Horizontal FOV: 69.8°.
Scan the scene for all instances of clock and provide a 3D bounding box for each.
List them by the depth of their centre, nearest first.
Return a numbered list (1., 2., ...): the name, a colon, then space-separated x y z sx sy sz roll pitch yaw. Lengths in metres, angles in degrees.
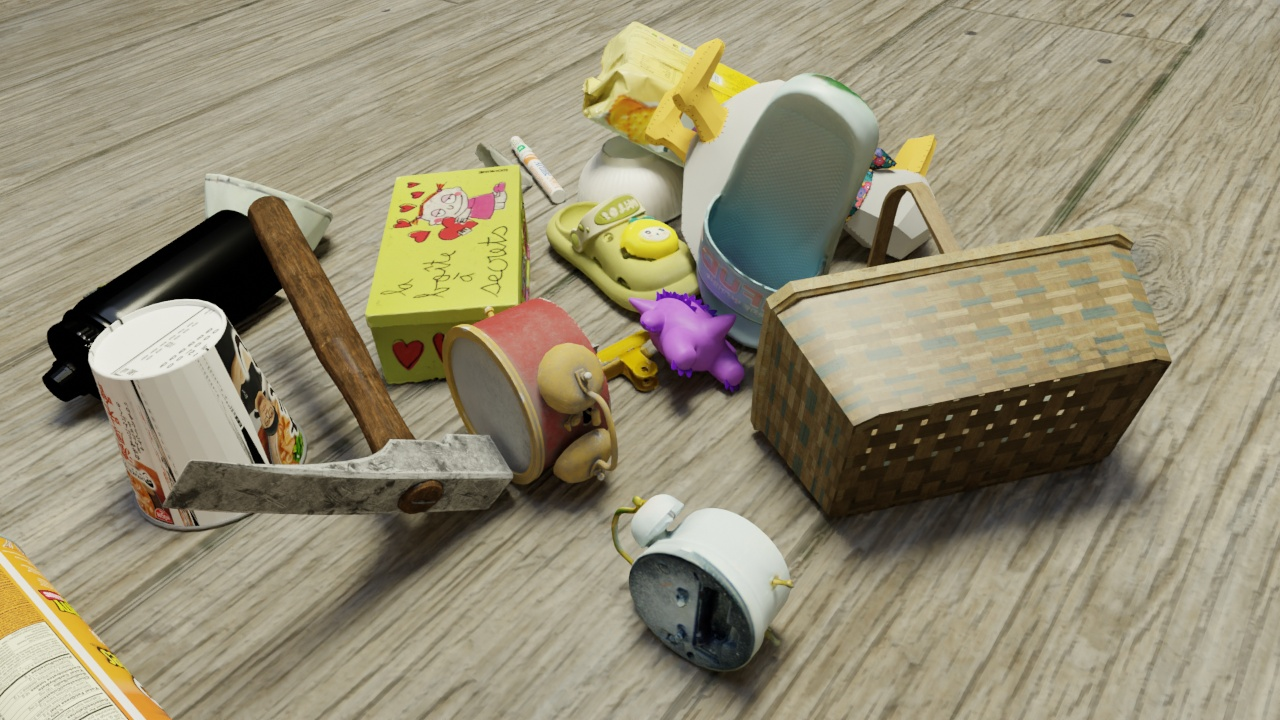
1. clock: 0.028 0.123 0.526 0.118 0.083 0.056 25 42 27
2. clock: -0.062 0.021 0.631 0.081 0.117 0.159 -27 37 -31

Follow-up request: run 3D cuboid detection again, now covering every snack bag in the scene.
1. snack bag: 0.066 -0.250 0.923 0.247 0.068 0.159 24 36 -11

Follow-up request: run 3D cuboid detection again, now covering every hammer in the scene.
1. hammer: -0.236 -0.019 0.610 0.217 0.037 0.300 9 37 -52

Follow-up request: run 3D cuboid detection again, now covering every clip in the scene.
1. clip: -0.005 0.006 0.727 0.053 0.044 0.049 -27 80 -27
2. clip: -0.149 -0.181 0.941 0.046 0.101 0.056 17 87 20

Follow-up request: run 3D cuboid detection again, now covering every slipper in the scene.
1. slipper: 0.091 -0.091 0.655 0.104 0.246 0.074 33 55 11
2. slipper: -0.015 -0.114 0.823 0.091 0.082 0.190 -27 43 -29

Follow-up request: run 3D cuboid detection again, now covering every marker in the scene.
1. marker: -0.114 -0.210 0.999 0.017 0.017 0.145 -18 41 -16

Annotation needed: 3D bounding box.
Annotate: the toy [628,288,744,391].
1. toy: 0.037 -0.023 0.711 0.106 0.056 0.088 17 13 -41

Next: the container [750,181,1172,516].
1. container: 0.199 -0.019 0.630 0.250 0.158 0.186 -11 51 -7

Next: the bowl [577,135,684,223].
1. bowl: -0.008 -0.189 0.927 0.118 0.062 0.117 -3 39 2

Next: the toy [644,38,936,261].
1. toy: 0.132 -0.154 0.802 0.267 0.141 0.246 35 71 -9

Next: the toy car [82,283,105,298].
1. toy car: -0.461 -0.050 0.828 0.090 0.027 0.038 -1 36 7

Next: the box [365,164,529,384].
1. box: -0.158 -0.080 0.796 0.124 0.082 0.220 -4 38 0

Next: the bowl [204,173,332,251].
1. bowl: -0.358 -0.129 0.870 0.117 0.117 0.061 14 87 22

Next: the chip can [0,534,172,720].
1. chip can: -0.332 0.176 0.502 0.215 0.075 0.075 25 48 31

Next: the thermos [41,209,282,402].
1. thermos: -0.397 -0.040 0.764 0.086 0.086 0.198 15 43 22

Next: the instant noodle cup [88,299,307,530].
1. instant noodle cup: -0.313 0.031 0.640 0.123 0.122 0.123 -3 39 2
